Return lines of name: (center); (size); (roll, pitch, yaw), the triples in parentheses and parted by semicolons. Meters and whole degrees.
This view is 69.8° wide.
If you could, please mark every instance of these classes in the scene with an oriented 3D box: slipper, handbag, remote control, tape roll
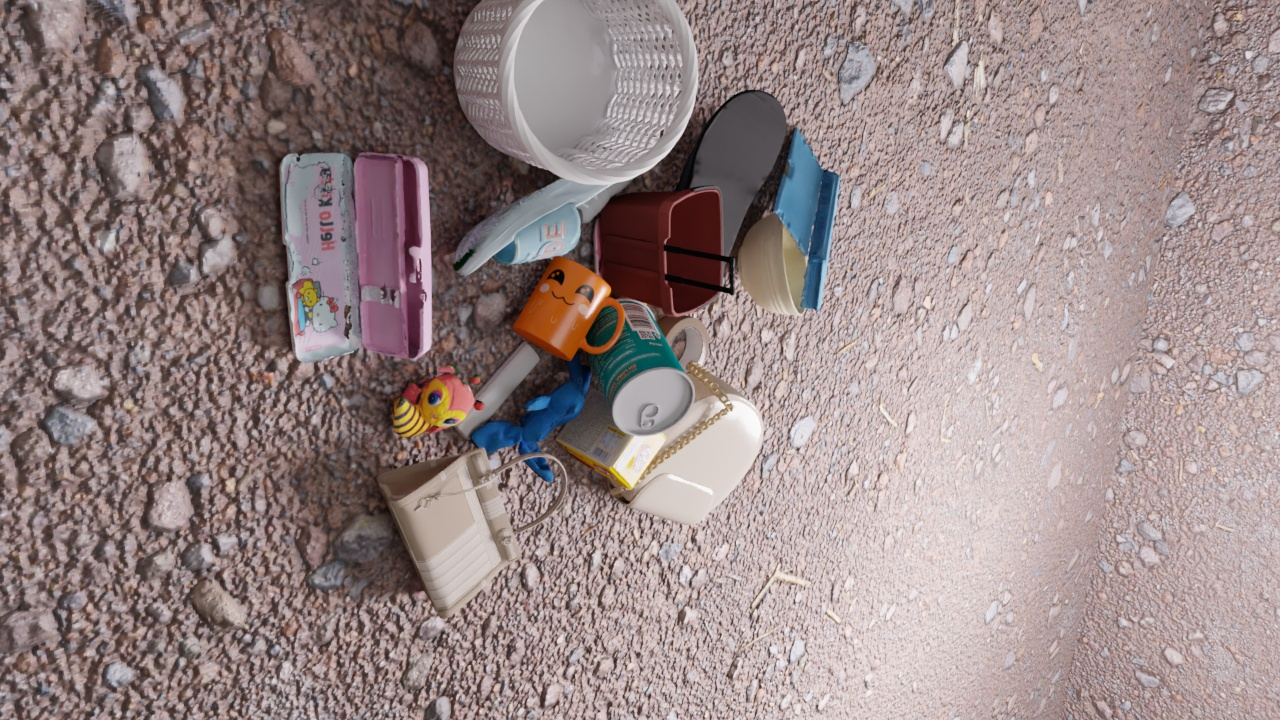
slipper: (-0.087, -0.152, 0.979); (0.245, 0.104, 0.074); (-33, 101, -18)
handbag: (-0.174, 0.171, 1.049); (0.197, 0.062, 0.176); (-25, 123, -20)
remote control: (-0.166, 0.035, 1.069); (0.130, 0.012, 0.033); (-50, 133, -18)
slipper: (0.091, -0.225, 1.181); (0.108, 0.083, 0.266); (10, 115, -24)
handbag: (0.070, 0.125, 1.255); (0.210, 0.103, 0.209); (27, 101, -46)
tape roll: (0.051, -0.016, 1.250); (0.093, 0.030, 0.094); (-18, 117, -39)

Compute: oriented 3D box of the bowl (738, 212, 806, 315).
bowl: (0.182, -0.134, 1.286); (0.150, 0.075, 0.150); (-5, 90, -69)

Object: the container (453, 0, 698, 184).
container: (-0.069, -0.276, 0.886); (0.189, 0.187, 0.189); (-8, 110, -22)

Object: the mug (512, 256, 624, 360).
mug: (-0.075, -0.051, 1.060); (0.096, 0.112, 0.078); (-61, 179, -9)

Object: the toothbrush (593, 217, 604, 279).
toothbrush: (-0.051, -0.108, 1.125); (0.021, 0.016, 0.135); (-18, 118, -50)

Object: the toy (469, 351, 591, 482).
toy: (-0.109, 0.067, 1.097); (0.176, 0.071, 0.113); (-50, 129, -23)

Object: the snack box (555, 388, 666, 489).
snack box: (-0.038, 0.098, 1.152); (0.083, 0.106, 0.061); (-55, 138, -14)

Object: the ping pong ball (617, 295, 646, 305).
ping pong ball: (-0.012, -0.069, 1.162); (0.040, 0.040, 0.040); (-18, 117, -39)

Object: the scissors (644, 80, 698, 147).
scissors: (0.036, -0.304, 1.100); (0.153, 0.014, 0.130); (32, 78, -75)

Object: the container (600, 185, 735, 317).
container: (0.057, -0.128, 1.080); (0.126, 0.201, 0.148); (-28, 123, -47)

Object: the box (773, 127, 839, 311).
box: (0.243, -0.202, 1.280); (0.231, 0.060, 0.175); (-71, 146, -45)

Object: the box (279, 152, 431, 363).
box: (-0.270, -0.094, 0.873); (0.101, 0.111, 0.201); (-36, 133, -62)

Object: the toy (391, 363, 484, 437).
toy: (-0.223, 0.048, 0.996); (0.103, 0.046, 0.084); (-23, 143, -26)

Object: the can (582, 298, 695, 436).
can: (-0.007, 0.006, 1.098); (0.099, 0.143, 0.099); (-12, 131, -14)

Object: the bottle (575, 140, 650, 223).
bottle: (-0.036, -0.217, 1.079); (0.136, 0.044, 0.044); (-47, 132, -21)

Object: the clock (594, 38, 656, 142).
clock: (-0.036, -0.298, 1.041); (0.104, 0.056, 0.147); (31, 81, -46)
